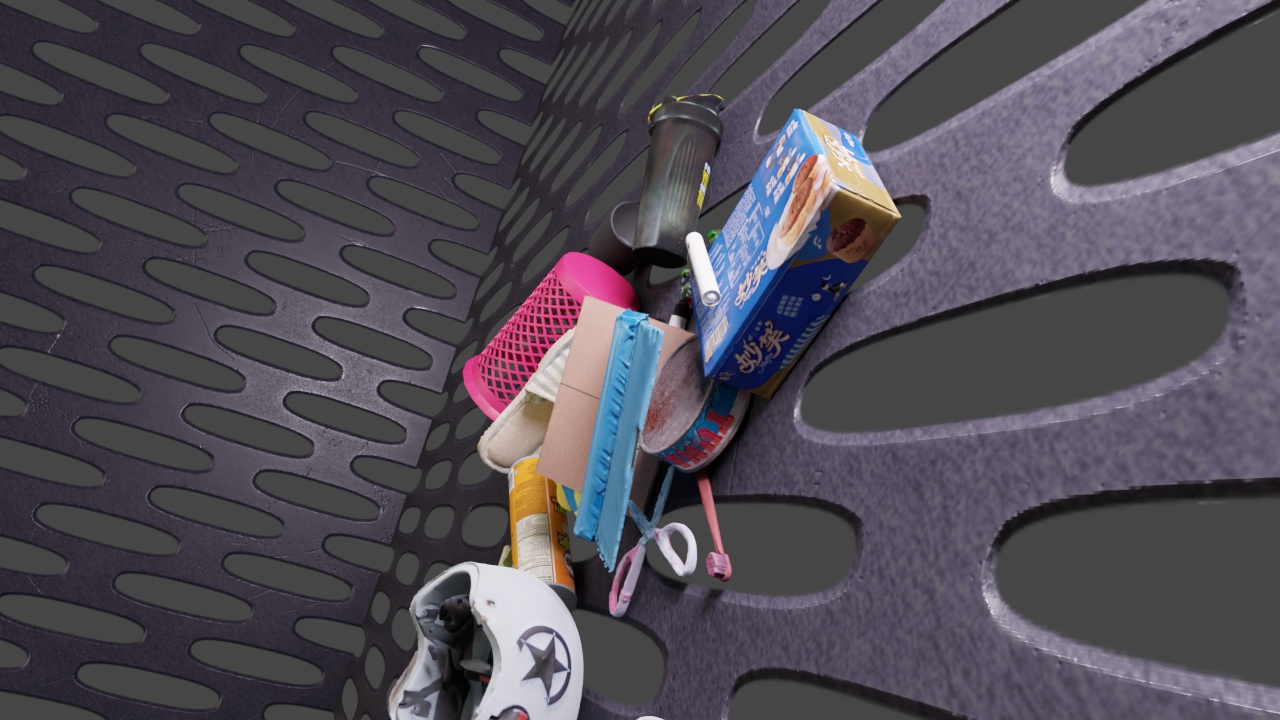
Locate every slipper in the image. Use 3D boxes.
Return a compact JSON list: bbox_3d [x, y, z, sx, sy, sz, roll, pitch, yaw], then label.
[{"bbox_3d":[-0.111,0.053,1.217,0.273,0.114,0.054,-47,38,15],"label":"slipper"}]

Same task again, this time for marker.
[{"bbox_3d":[0.058,-0.087,0.858,0.133,0.017,0.020,-98,-5,-58],"label":"marker"},{"bbox_3d":[0.035,-0.016,1.069,0.019,0.019,0.145,0,70,71],"label":"marker"}]

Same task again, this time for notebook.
[{"bbox_3d":[-0.030,0.050,0.996,0.008,0.141,0.209,-4,-67,-63],"label":"notebook"}]

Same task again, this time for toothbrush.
[{"bbox_3d":[0.059,0.130,0.841,0.016,0.016,0.189,-61,20,27],"label":"toothbrush"}]

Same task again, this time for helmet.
[{"bbox_3d":[-0.149,0.352,0.969,0.237,0.163,0.263,-27,55,53],"label":"helmet"}]

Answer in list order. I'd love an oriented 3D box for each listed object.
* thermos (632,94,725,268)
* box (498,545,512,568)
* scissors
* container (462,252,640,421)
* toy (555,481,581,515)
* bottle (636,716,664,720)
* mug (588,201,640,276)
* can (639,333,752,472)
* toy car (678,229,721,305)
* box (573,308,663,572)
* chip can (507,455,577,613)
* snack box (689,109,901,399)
[{"bbox_3d":[0.044,-0.231,1.166,0.098,0.098,0.220,160,124,-67],"label":"thermos"},{"bbox_3d":[-0.162,0.340,1.205,0.077,0.090,0.188,77,-151,-85],"label":"box"},{"bbox_3d":[0.010,0.187,0.908,0.170,0.013,0.172,-69,23,7],"label":"scissors"},{"bbox_3d":[-0.114,-0.026,1.291,0.226,0.183,0.183,-52,23,24],"label":"container"},{"bbox_3d":[-0.063,0.108,1.117,0.149,0.084,0.214,-62,20,9],"label":"toy"},{"bbox_3d":[-0.022,0.383,0.740,0.195,0.052,0.052,-65,18,13],"label":"bottle"},{"bbox_3d":[-0.014,-0.183,1.325,0.113,0.078,0.088,-48,4,-33],"label":"mug"},{"bbox_3d":[0.051,0.040,0.886,0.130,0.044,0.129,-48,25,30],"label":"can"},{"bbox_3d":[0.074,-0.103,1.020,0.091,0.036,0.042,-61,19,27],"label":"toy car"},{"bbox_3d":[-0.025,0.068,0.898,0.177,0.047,0.232,-123,44,-81],"label":"box"},{"bbox_3d":[-0.127,0.220,1.157,0.075,0.075,0.214,-59,26,30],"label":"chip can"},{"bbox_3d":[0.125,-0.093,0.807,0.154,0.069,0.203,-93,28,-53],"label":"snack box"}]
